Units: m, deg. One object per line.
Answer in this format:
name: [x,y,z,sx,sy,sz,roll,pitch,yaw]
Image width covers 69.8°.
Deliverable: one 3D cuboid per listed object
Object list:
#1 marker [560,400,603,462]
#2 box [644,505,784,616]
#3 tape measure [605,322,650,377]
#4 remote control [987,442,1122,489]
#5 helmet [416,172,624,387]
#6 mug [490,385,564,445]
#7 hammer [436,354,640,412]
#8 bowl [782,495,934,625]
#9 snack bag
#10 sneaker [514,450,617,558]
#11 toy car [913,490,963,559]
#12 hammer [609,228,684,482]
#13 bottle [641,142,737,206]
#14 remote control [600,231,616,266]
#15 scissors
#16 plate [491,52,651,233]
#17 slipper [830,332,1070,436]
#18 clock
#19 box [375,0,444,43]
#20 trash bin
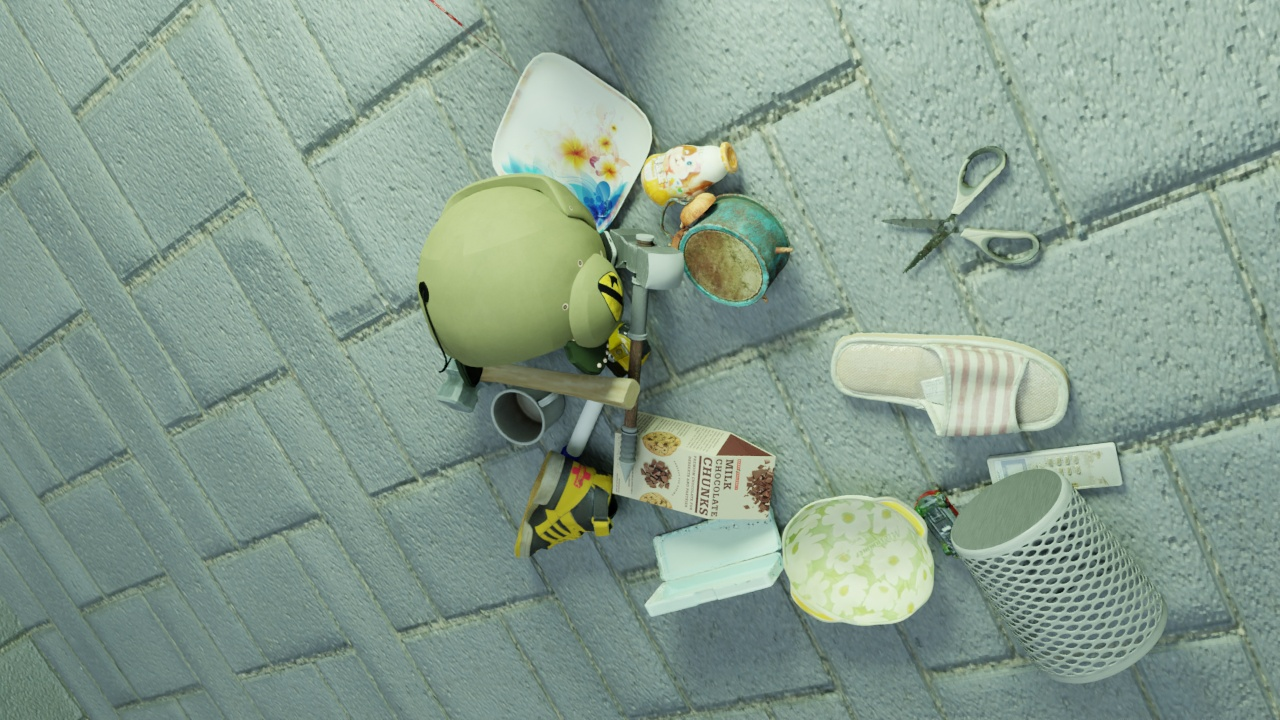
marker: [-0.084,0.101,1.291,0.027,0.023,0.133,39,124,22]
box: [0.095,0.273,1.239,0.198,0.078,0.122,-24,61,30]
tape measure: [-0.023,-0.015,1.202,0.064,0.037,0.065,-32,96,32]
remote control: [0.474,0.127,1.054,0.136,0.011,0.050,-11,107,28]
helmet: [-0.139,-0.100,1.077,0.251,0.254,0.233,-6,113,25]
mug: [-0.145,0.061,1.272,0.113,0.070,0.084,-29,98,32]
hammer: [-0.134,0.023,1.181,0.323,0.117,0.051,8,160,40]
bowl: [0.279,0.242,1.167,0.188,0.060,0.220,37,123,5]
snack bag: [0.073,0.144,1.211,0.206,0.069,0.094,12,117,19]
sneaker: [-0.104,0.224,1.321,0.122,0.085,0.239,18,139,-5]
toy car: [0.373,0.198,1.117,0.091,0.036,0.042,49,123,-3]
hammer: [-0.007,0.005,1.134,0.043,0.156,0.323,-4,111,-22]
bottle: [0.057,-0.219,1.061,0.109,0.063,0.063,-13,106,27]
remote control: [-0.053,-0.095,1.164,0.147,0.008,0.045,108,150,-44]
scissors: [0.351,-0.148,0.987,0.157,0.012,0.171,32,122,10]
plate: [-0.085,-0.265,1.132,0.187,0.016,0.187,36,122,6]
slipper: [0.345,0.028,1.045,0.263,0.052,0.115,10,115,21]
clock: [0.095,-0.138,1.062,0.157,0.073,0.121,31,144,9]
box: [-0.141,-0.465,0.864,0.211,0.376,0.124,40,139,3]
trash bin: [0.456,0.233,1.019,0.157,0.156,0.183,-34,97,32]
